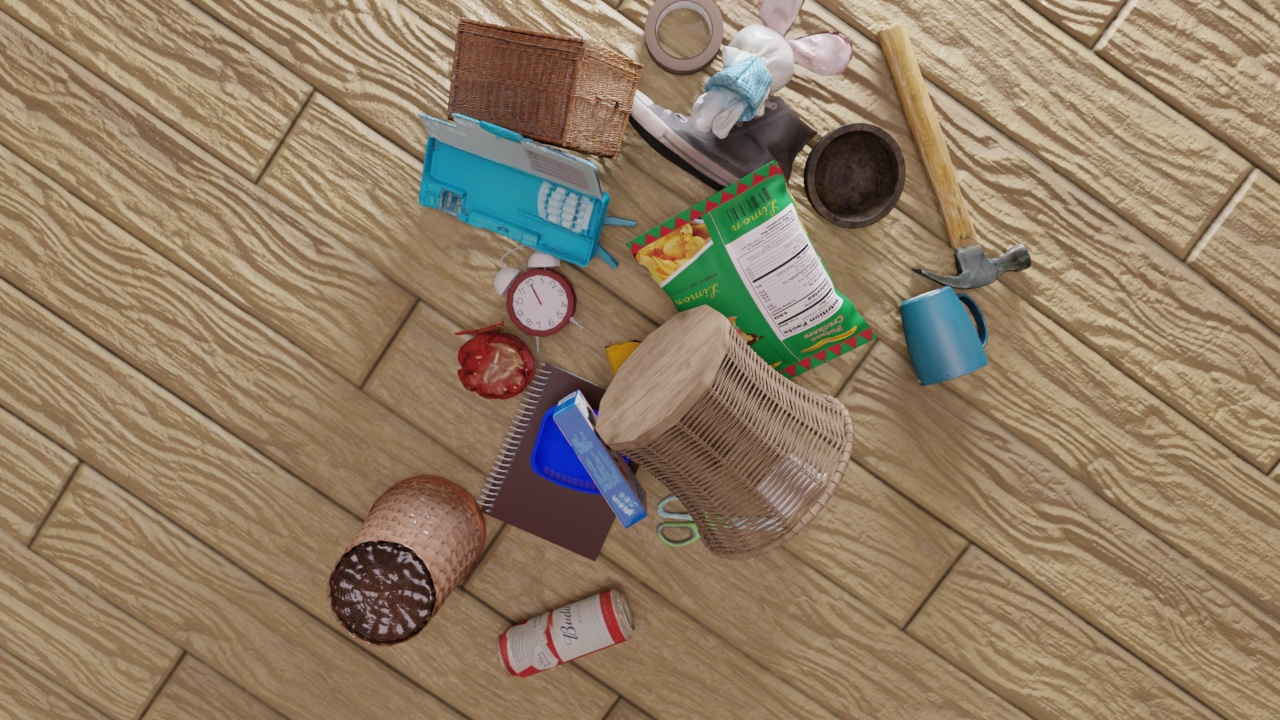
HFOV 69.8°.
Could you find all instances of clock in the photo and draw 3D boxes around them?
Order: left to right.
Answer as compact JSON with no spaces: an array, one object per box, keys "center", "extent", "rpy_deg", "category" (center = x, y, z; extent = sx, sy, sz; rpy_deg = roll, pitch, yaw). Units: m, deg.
[{"center":[-0.127,-0.081,1.130],"extent":[0.087,0.044,0.124],"rpy_deg":[-27,96,4],"category":"clock"}]

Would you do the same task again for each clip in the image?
[{"center":[-0.064,-0.180,1.127],"extent":[0.127,0.028,0.113],"rpy_deg":[15,95,0],"category":"clip"}]

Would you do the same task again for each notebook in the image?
[{"center":[-0.093,0.128,1.165],"extent":[0.171,0.022,0.209],"rpy_deg":[24,97,-3],"category":"notebook"}]

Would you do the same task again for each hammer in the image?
[{"center":[0.354,-0.243,1.106],"extent":[0.132,0.033,0.330],"rpy_deg":[-21,95,5],"category":"hammer"}]

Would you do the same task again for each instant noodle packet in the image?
[{"center":[0.132,-0.081,1.082],"extent":[0.196,0.090,0.253],"rpy_deg":[-27,113,20],"category":"instant noodle packet"}]

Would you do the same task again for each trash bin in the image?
[{"center":[-0.277,0.231,1.087],"extent":[0.151,0.210,0.151],"rpy_deg":[0,96,1],"category":"trash bin"}]

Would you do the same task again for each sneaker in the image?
[{"center":[0.086,-0.277,1.079],"extent":[0.235,0.095,0.120],"rpy_deg":[30,93,1],"category":"sneaker"}]

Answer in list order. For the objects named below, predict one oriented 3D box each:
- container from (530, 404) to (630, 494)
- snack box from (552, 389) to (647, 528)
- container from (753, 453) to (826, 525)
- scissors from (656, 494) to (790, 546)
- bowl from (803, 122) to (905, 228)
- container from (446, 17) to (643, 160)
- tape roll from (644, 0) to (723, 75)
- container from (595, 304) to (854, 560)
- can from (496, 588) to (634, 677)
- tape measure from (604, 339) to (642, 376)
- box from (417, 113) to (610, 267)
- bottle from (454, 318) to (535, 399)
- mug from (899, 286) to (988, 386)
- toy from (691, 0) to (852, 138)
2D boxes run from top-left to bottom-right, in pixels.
[{"center":[-0.070,0.105,1.122],"extent":[0.114,0.058,0.096],"rpy_deg":[17,97,-4],"category":"container"},{"center":[-0.045,0.111,1.049],"extent":[0.033,0.088,0.154],"rpy_deg":[-32,98,4],"category":"snack box"},{"center":[0.180,0.152,1.114],"extent":[0.049,0.129,0.081],"rpy_deg":[45,96,14],"category":"container"},{"center":[0.107,0.211,1.174],"extent":[0.175,0.033,0.072],"rpy_deg":[5,93,5],"category":"scissors"},{"center":[0.247,-0.220,1.095],"extent":[0.121,0.056,0.121],"rpy_deg":[-2,103,-10],"category":"bowl"},{"center":[-0.111,-0.304,1.034],"extent":[0.199,0.113,0.113],"rpy_deg":[20,102,31],"category":"container"},{"center":[0.052,-0.391,1.096],"extent":[0.094,0.030,0.094],"rpy_deg":[0,97,2],"category":"tape roll"},{"center":[0.086,0.072,1.019],"extent":[0.196,0.227,0.227],"rpy_deg":[41,96,-22],"category":"container"},{"center":[-0.095,0.348,1.167],"extent":[0.170,0.067,0.067],"rpy_deg":[-21,95,4],"category":"can"},{"center":[-0.007,0.007,1.144],"extent":[0.059,0.030,0.068],"rpy_deg":[-17,96,5],"category":"tape measure"},{"center":[-0.149,-0.215,1.062],"extent":[0.227,0.181,0.073],"rpy_deg":[22,54,7],"category":"box"},{"center":[-0.175,-0.002,1.107],"extent":[0.099,0.111,0.099],"rpy_deg":[0,97,1],"category":"bottle"},{"center":[0.372,-0.037,1.111],"extent":[0.112,0.085,0.104],"rpy_deg":[-21,90,-25],"category":"mug"},{"center":[0.124,-0.312,1.009],"extent":[0.131,0.106,0.205],"rpy_deg":[45,71,-17],"category":"toy"}]
